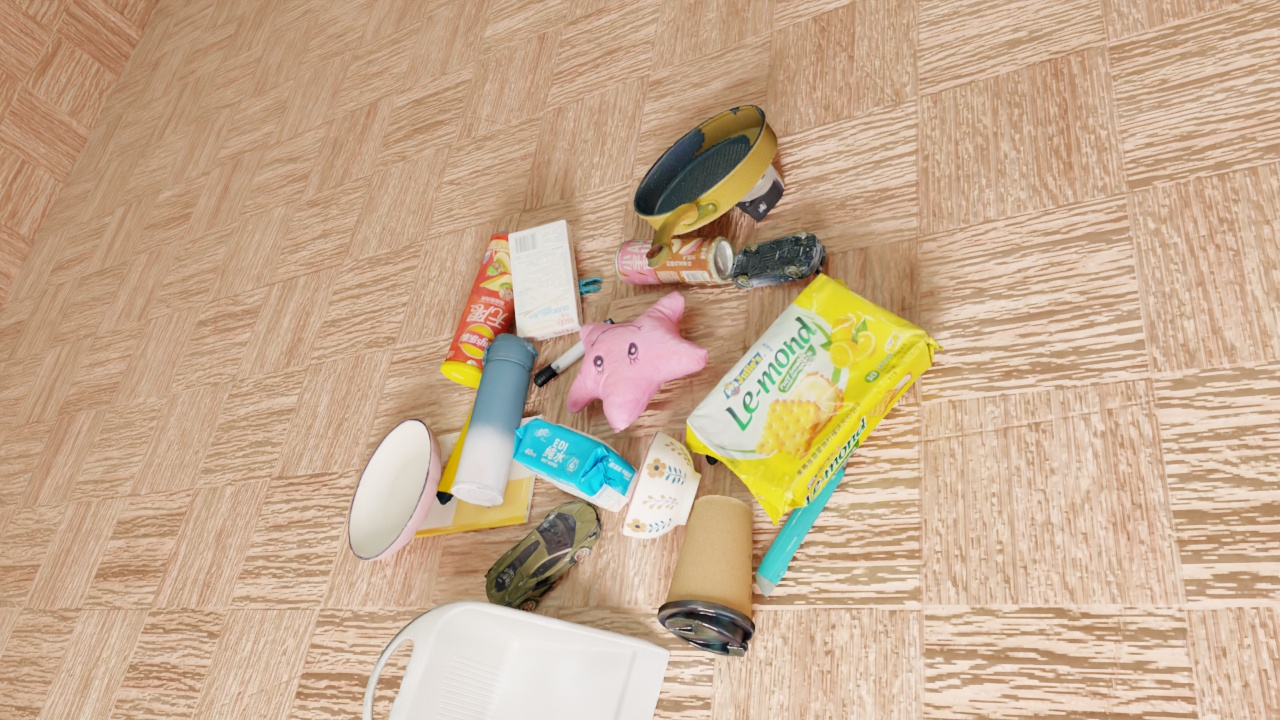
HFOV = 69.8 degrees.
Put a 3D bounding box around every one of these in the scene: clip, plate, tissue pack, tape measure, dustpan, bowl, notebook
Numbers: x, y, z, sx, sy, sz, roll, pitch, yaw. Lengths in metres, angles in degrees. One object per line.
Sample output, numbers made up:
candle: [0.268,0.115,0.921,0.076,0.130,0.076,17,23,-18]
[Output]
clip: [-0.076,-0.099,1.229,0.057,0.014,0.046,-9,59,29]
plate: [-0.314,0.171,1.196,0.193,0.039,0.192,-30,45,36]
tissue pack: [-0.074,0.115,1.043,0.140,0.090,0.063,16,72,40]
tape measure: [0.142,-0.213,1.130,0.066,0.033,0.066,-49,48,1]
dustpan: [-0.139,0.355,0.910,0.258,0.142,0.222,0,64,37]
bowl: [0.027,0.136,0.961,0.062,0.114,0.113,18,71,5]
notebook: [-0.216,0.151,1.177,0.207,0.010,0.145,-12,56,30]

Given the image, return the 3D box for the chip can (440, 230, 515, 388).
chip can: [-0.208,-0.071,1.267,0.073,0.073,0.216,-2,62,35]

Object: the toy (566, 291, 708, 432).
toy: [-0.006,0.006,1.071,0.195,0.074,0.178,-16,51,30]

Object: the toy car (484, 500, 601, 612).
toy car: [-0.112,0.220,1.041,0.158,0.042,0.070,-44,47,2]

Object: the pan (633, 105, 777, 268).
pan: [0.059,-0.196,1.078,0.198,0.078,0.356,-26,32,30]

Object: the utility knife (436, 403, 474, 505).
utility knife: [-0.224,0.107,1.191,0.033,0.015,0.173,5,65,39]

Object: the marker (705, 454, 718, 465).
marker: [0.108,0.061,1.000,0.018,0.015,0.124,30,85,44]

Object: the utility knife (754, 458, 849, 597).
utility knife: [0.159,0.160,0.903,0.029,0.013,0.160,27,78,40]

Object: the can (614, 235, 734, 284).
can: [0.041,-0.122,1.129,0.147,0.058,0.057,4,65,37]

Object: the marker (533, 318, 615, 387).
marker: [-0.085,-0.011,1.178,0.131,0.018,0.022,-39,61,11]

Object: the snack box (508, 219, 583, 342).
snack box: [-0.127,-0.106,1.223,0.085,0.027,0.156,-12,71,12]

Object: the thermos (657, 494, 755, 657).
thermos: [0.072,0.208,0.890,0.093,0.093,0.143,-9,50,31]

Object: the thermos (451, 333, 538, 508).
thermos: [-0.181,0.070,1.152,0.070,0.070,0.220,-10,57,31]

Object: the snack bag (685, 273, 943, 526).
snack bag: [0.172,0.035,0.925,0.246,0.068,0.158,-47,46,-4]

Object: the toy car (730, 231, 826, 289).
toy car: [0.157,-0.112,1.057,0.121,0.036,0.054,-6,60,44]
